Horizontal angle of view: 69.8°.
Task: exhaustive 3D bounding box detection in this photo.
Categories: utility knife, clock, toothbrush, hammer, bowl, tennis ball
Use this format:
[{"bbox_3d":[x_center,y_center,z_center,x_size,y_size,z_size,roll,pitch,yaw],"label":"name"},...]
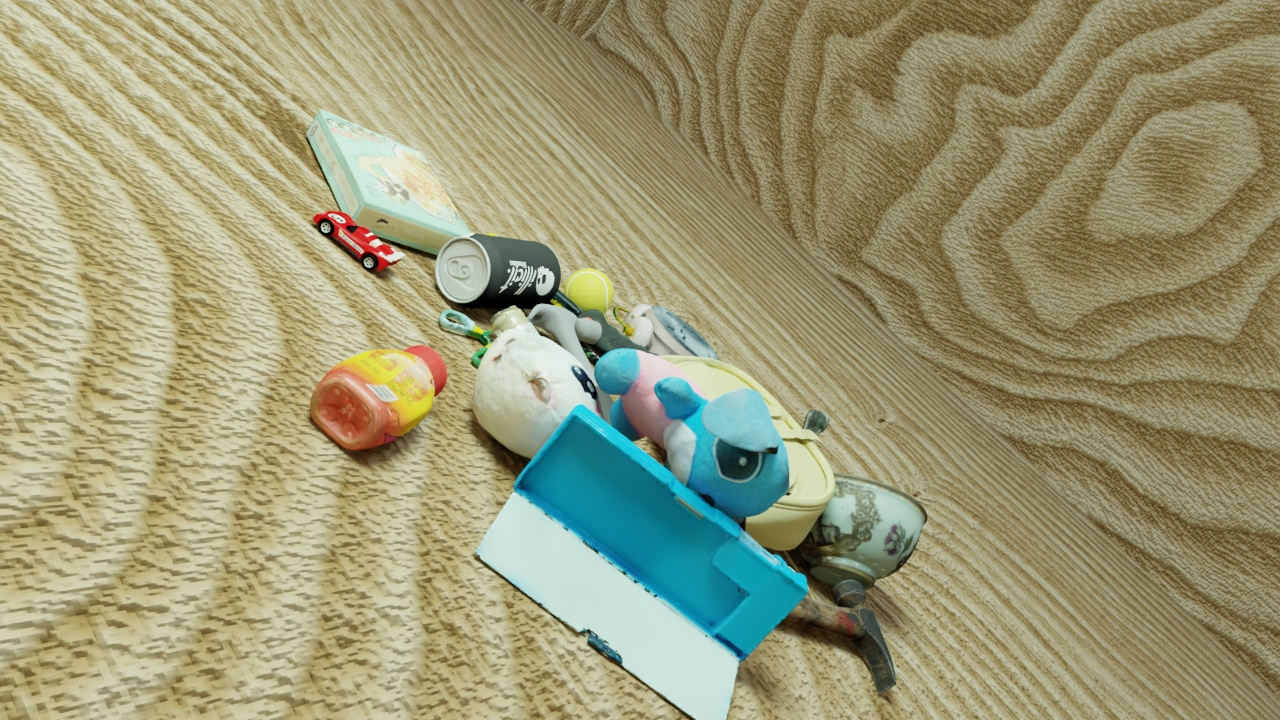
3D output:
[{"bbox_3d":[-0.131,-0.097,1.149,0.174,0.029,0.020,39,24,-2],"label":"utility knife"},{"bbox_3d":[0.029,-0.026,1.235,0.158,0.059,0.116,36,16,-13],"label":"clock"},{"bbox_3d":[-0.059,-0.004,1.102,0.188,0.014,0.017,42,33,7],"label":"toothbrush"},{"bbox_3d":[-0.042,0.050,0.976,0.124,0.030,0.310,17,33,-44],"label":"hammer"},{"bbox_3d":[0.059,0.037,1.119,0.333,0.132,0.033,33,-20,4],"label":"hammer"},{"bbox_3d":[0.235,0.202,1.036,0.160,0.160,0.093,31,62,-23],"label":"bowl"},{"bbox_3d":[-0.067,-0.086,1.187,0.065,0.065,0.065,35,20,-15],"label":"tennis ball"},{"bbox_3d":[0.123,0.235,0.879,0.330,0.033,0.119,25,32,-33],"label":"hammer"}]

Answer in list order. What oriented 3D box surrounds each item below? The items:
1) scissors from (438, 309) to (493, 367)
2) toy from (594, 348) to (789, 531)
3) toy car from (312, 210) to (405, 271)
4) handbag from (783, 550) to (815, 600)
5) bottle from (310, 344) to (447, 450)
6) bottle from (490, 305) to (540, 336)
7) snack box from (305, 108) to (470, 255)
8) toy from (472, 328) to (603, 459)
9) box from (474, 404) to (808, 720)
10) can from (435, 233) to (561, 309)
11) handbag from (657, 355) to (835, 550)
[{"bbox_3d":[-0.163,-0.027,0.963,0.112,0.012,0.130,41,19,-5],"label":"scissors"},{"bbox_3d":[0.045,0.075,0.823,0.191,0.224,0.098,35,61,23],"label":"toy"},{"bbox_3d":[-0.285,-0.123,0.928,0.089,0.025,0.038,39,19,-2],"label":"toy car"},{"bbox_3d":[0.137,0.206,0.991,0.178,0.027,0.084,53,24,23],"label":"handbag"},{"bbox_3d":[-0.200,0.024,0.727,0.071,0.048,0.134,41,19,2],"label":"bottle"},{"bbox_3d":[-0.112,-0.004,0.940,0.110,0.043,0.042,54,22,14],"label":"bottle"},{"bbox_3d":[-0.291,-0.201,1.059,0.141,0.044,0.193,16,31,-46],"label":"snack box"},{"bbox_3d":[-0.079,0.051,0.840,0.179,0.101,0.139,48,-4,-42],"label":"toy"},{"bbox_3d":[0.006,0.162,0.724,0.243,0.114,0.113,38,15,-5],"label":"box"},{"bbox_3d":[-0.156,-0.098,1.027,0.080,0.080,0.145,46,20,17],"label":"can"},{"bbox_3d":[0.096,0.087,0.994,0.190,0.089,0.232,10,38,-34],"label":"handbag"}]
